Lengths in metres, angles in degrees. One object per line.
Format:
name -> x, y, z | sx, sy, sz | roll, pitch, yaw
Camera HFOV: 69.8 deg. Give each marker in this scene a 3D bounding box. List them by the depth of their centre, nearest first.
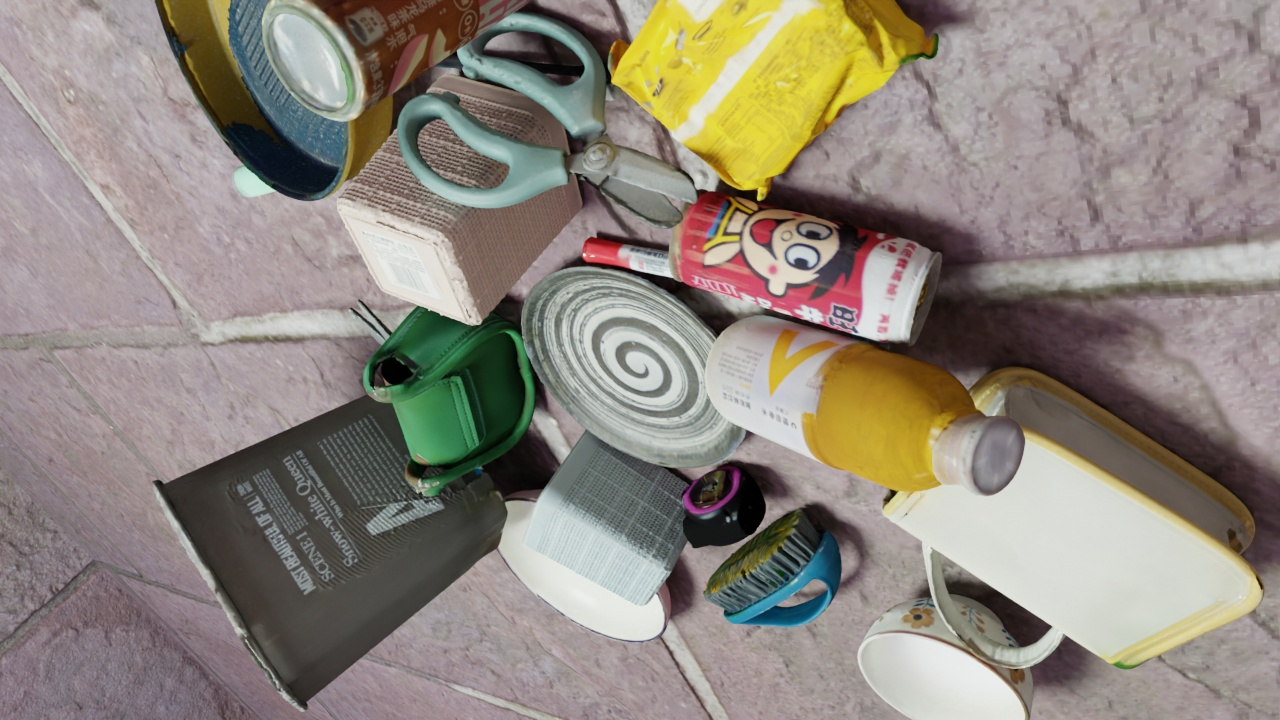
marker -> 0.029, -0.055, 0.552 | 0.145, 0.017, 0.017 | 14, 137, 28

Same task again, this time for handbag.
handbag -> 0.219, 0.104, 0.516 | 0.163, 0.063, 0.179 | 33, 135, 6
handbag -> -0.141, 0.026, 0.691 | 0.068, 0.119, 0.131 | 24, 143, 27

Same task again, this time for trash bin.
trash bin -> -0.248, 0.144, 0.776 | 0.199, 0.219, 0.199 | 52, 156, 14

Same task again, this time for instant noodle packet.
instant noodle packet -> 0.054, -0.142, 0.420 | 0.111, 0.044, 0.129 | 38, 147, -10

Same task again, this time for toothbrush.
toothbrush -> -0.088, -0.169, 0.531 | 0.181, 0.015, 0.018 | 16, 146, 26
toothbrush -> -0.230, -0.144, 0.663 | 0.225, 0.026, 0.027 | -1, 92, 39

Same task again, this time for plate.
plate -> -0.004, 0.004, 0.635 | 0.179, 0.024, 0.180 | 21, 139, 19
plate -> -0.052, 0.183, 0.845 | 0.192, 0.038, 0.193 | 22, 140, 20

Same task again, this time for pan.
pan -> -0.197, -0.209, 0.494 | 0.359, 0.078, 0.197 | -24, 101, 52

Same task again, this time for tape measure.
tape measure -> 0.059, 0.103, 0.657 | 0.057, 0.057, 0.039 | -18, 115, 27

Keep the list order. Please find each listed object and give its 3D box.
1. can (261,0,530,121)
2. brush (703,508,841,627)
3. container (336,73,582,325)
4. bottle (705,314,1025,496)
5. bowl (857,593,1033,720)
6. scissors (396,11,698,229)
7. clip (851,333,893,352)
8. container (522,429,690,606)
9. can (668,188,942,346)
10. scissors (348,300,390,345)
can -> -0.106, -0.171, 0.435 | 0.058, 0.146, 0.058 | 23, 140, 20
brush -> 0.104, 0.166, 0.687 | 0.073, 0.055, 0.144 | 40, 142, 0
container -> -0.104, -0.091, 0.535 | 0.090, 0.110, 0.090 | 21, 149, 21
bottle -> 0.108, 0.023, 0.479 | 0.190, 0.068, 0.068 | 23, 146, 57
bowl -> 0.214, 0.202, 0.630 | 0.113, 0.062, 0.114 | 22, 139, 21
scissors -> -0.051, -0.103, 0.470 | 0.180, 0.143, 0.019 | 43, 174, 18
clip -> 0.134, -0.002, 0.523 | 0.025, 0.032, 0.057 | 10, 127, 29
container -> -0.018, 0.123, 0.718 | 0.111, 0.089, 0.090 | 30, 142, 6
can -> 0.085, -0.050, 0.482 | 0.133, 0.053, 0.053 | 19, 139, 23
scissors -> -0.187, 0.013, 0.803 | 0.133, 0.012, 0.173 | 6, 131, 37
